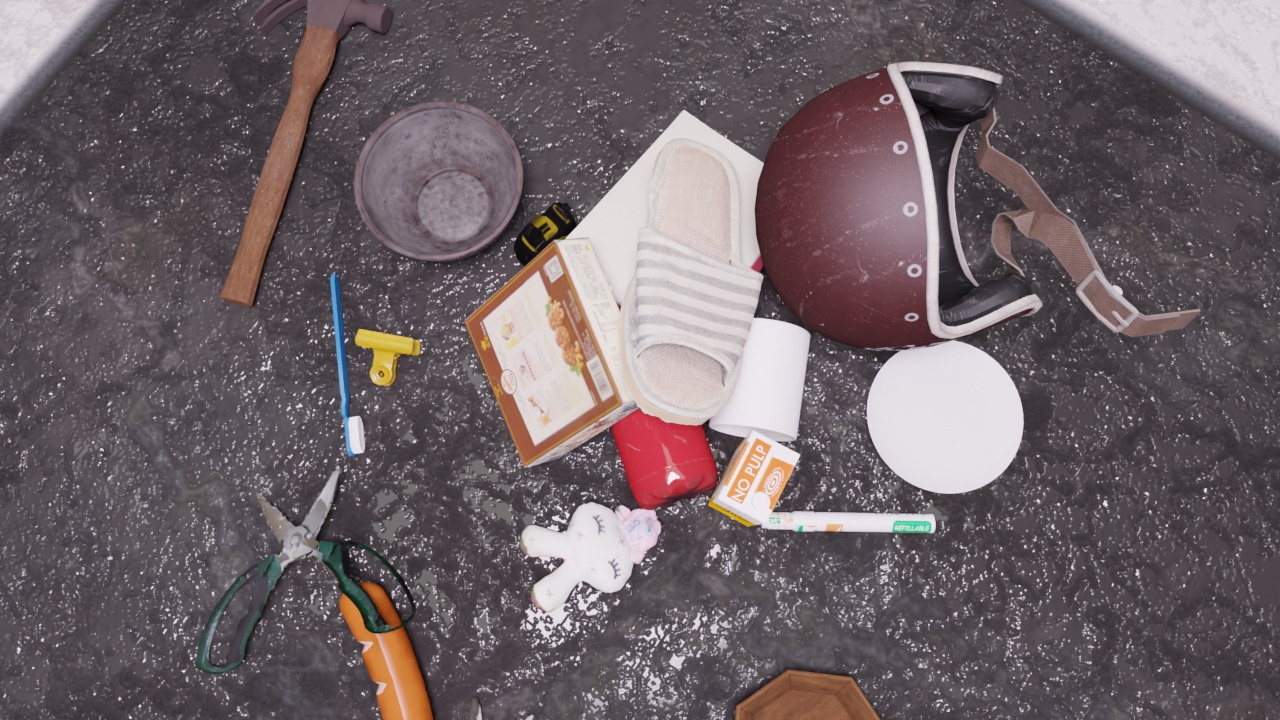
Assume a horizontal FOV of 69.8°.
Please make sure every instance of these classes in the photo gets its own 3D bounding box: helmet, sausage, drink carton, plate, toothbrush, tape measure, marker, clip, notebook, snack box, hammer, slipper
[{"bbox_3d":[0.220,-0.110,0.721,0.253,0.234,0.233,-7,85,-5],"label":"helmet"},{"bbox_3d":[-0.203,0.260,0.753,0.044,0.039,0.164,-21,79,-7],"label":"sausage"},{"bbox_3d":[0.089,0.097,0.738,0.040,0.122,0.058,28,80,6],"label":"drink carton"},{"bbox_3d":[0.135,0.316,0.744,0.131,0.025,0.131,0,79,1],"label":"plate"},{"bbox_3d":[-0.261,0.002,0.816,0.014,0.016,0.166,-9,79,-1],"label":"toothbrush"},{"bbox_3d":[-0.083,-0.107,0.811,0.061,0.062,0.034,-41,78,-6],"label":"tape measure"},{"bbox_3d":[0.176,0.138,0.783,0.145,0.017,0.017,1,79,1],"label":"marker"},{"bbox_3d":[-0.226,-0.004,0.816,0.054,0.048,0.046,9,38,2],"label":"clip"},{"bbox_3d":[0.043,-0.118,0.806,0.153,0.012,0.208,35,64,7],"label":"notebook"},{"bbox_3d":[-0.070,-0.003,0.756,0.041,0.147,0.143,-13,74,-46],"label":"snack box"},{"bbox_3d":[-0.327,-0.207,0.851,0.115,0.033,0.322,13,80,2],"label":"hammer"},{"bbox_3d":[0.264,0.048,0.802,0.134,0.011,0.134,0,79,1],"label":"plate"},{"bbox_3d":[0.042,-0.076,0.739,0.114,0.054,0.272,22,55,-22],"label":"slipper"}]

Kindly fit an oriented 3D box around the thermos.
[{"bbox_3d":[-0.005,0.005,0.783,0.073,0.073,0.239,-18,74,-3],"label":"thermos"}]

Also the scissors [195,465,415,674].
[{"bbox_3d":[-0.274,0.192,0.754,0.205,0.015,0.201,24,84,27],"label":"scissors"}]

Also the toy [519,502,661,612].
[{"bbox_3d":[-0.041,0.158,0.772,0.122,0.038,0.079,-22,73,-6],"label":"toy"}]

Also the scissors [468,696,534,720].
[{"bbox_3d":[-0.148,0.385,0.741,0.179,0.015,0.198,-21,79,-4],"label":"scissors"}]

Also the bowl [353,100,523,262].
[{"bbox_3d":[-0.173,-0.149,0.818,0.145,0.067,0.145,0,79,1],"label":"bowl"}]

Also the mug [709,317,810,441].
[{"bbox_3d":[0.085,0.016,0.787,0.111,0.073,0.090,4,78,28],"label":"mug"}]
